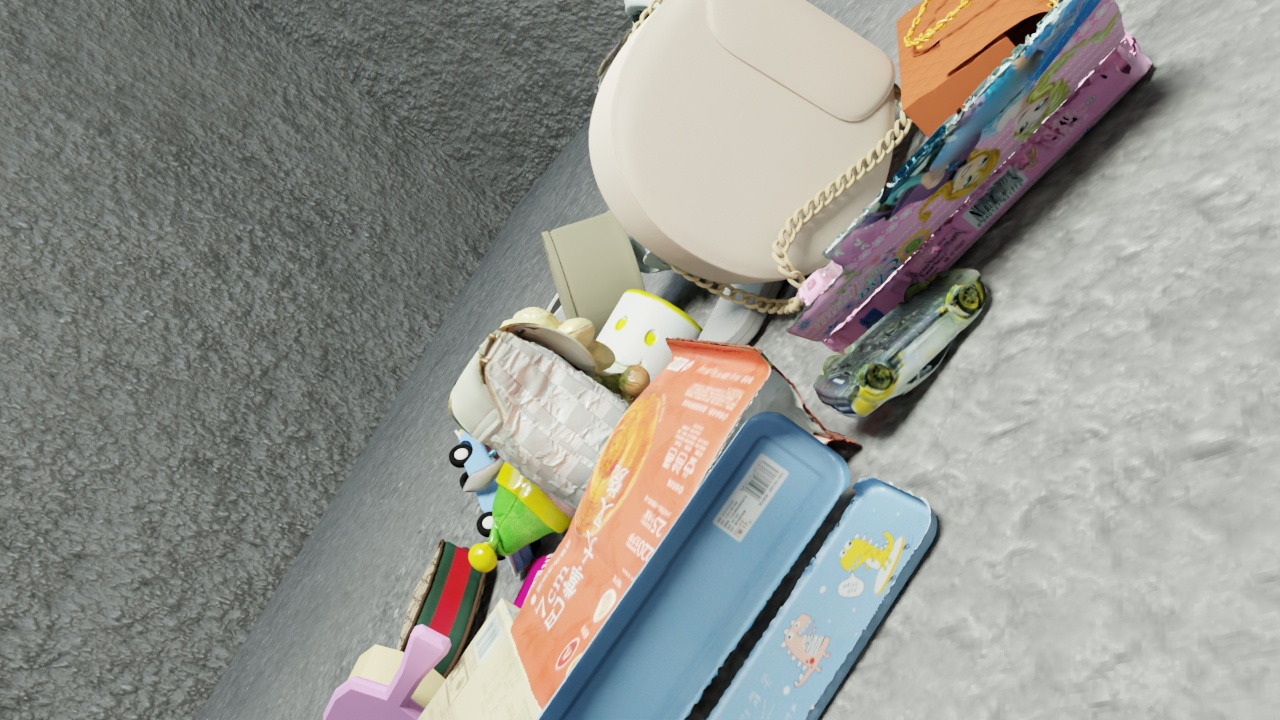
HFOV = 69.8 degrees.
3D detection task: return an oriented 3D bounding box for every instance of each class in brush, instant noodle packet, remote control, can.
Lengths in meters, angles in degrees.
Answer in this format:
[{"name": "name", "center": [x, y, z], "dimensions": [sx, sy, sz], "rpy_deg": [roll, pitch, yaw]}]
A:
[{"name": "brush", "center": [-0.189, 0.259, 0.729], "dimensions": [0.229, 0.089, 0.043], "rpy_deg": [-57, 6, 40]}, {"name": "instant noodle packet", "center": [0.000, 0.096, 0.544], "dimensions": [0.220, 0.084, 0.164], "rpy_deg": [-51, 16, -8]}, {"name": "remote control", "center": [0.096, -0.065, 0.755], "dimensions": [0.074, 0.019, 0.150], "rpy_deg": [-24, 33, 60]}, {"name": "can", "center": [-0.043, -0.074, 0.888], "dimensions": [0.073, 0.128, 0.127], "rpy_deg": [-17, 16, -5]}]

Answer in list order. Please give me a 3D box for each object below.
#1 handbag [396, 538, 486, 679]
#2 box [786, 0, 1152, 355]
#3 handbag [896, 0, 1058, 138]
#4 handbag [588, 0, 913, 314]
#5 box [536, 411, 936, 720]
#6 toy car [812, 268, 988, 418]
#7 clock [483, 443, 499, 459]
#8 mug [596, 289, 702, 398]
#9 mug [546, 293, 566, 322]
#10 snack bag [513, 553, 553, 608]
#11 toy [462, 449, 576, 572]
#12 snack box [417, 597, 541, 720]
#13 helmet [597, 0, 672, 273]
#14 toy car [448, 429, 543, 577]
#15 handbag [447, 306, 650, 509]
[{"name": "handbag", "center": [-0.201, 0.253, 0.888], "dimensions": [0.139, 0.063, 0.166], "rpy_deg": [-57, 14, 28]}, {"name": "box", "center": [0.176, -0.093, 0.509], "dimensions": [0.231, 0.066, 0.158], "rpy_deg": [-48, -7, 20]}, {"name": "handbag", "center": [0.236, -0.238, 0.648], "dimensions": [0.109, 0.060, 0.171], "rpy_deg": [-37, 23, 35]}, {"name": "handbag", "center": [0.077, -0.162, 0.655], "dimensions": [0.208, 0.210, 0.103], "rpy_deg": [-66, 17, -6]}, {"name": "box", "center": [0.044, 0.133, 0.436], "dimensions": [0.120, 0.049, 0.209], "rpy_deg": [33, 86, 33]}, {"name": "toy car", "center": [0.141, -0.008, 0.488], "dimensions": [0.105, 0.033, 0.048], "rpy_deg": [-42, 13, -5]}, {"name": "clock", "center": [-0.120, 0.060, 1.016], "dimensions": [0.158, 0.072, 0.120], "rpy_deg": [-43, 19, 36]}, {"name": "mug", "center": [-0.005, 0.005, 0.784], "dimensions": [0.106, 0.082, 0.083], "rpy_deg": [-58, 16, -12]}, {"name": "mug", "center": [-0.058, -0.037, 1.005], "dimensions": [0.105, 0.089, 0.073], "rpy_deg": [-45, 18, 30]}, {"name": "snack bag", "center": [-0.057, 0.172, 0.711], "dimensions": [0.197, 0.016, 0.070], "rpy_deg": [-30, 31, 55]}, {"name": "toy", "center": [-0.095, 0.108, 0.774], "dimensions": [0.096, 0.124, 0.131], "rpy_deg": [-6, -50, -61]}, {"name": "snack box", "center": [-0.096, 0.257, 0.577], "dimensions": [0.153, 0.055, 0.207], "rpy_deg": [-55, 16, -6]}, {"name": "helmet", "center": [0.061, -0.204, 0.851], "dimensions": [0.265, 0.163, 0.236], "rpy_deg": [106, 156, -52]}, {"name": "toy car", "center": [-0.134, 0.126, 0.856], "dimensions": [0.054, 0.056, 0.153], "rpy_deg": [-23, 50, -12]}, {"name": "handbag", "center": [-0.047, 0.040, 0.683], "dimensions": [0.123, 0.171, 0.113], "rpy_deg": [-55, 7, -29]}]
